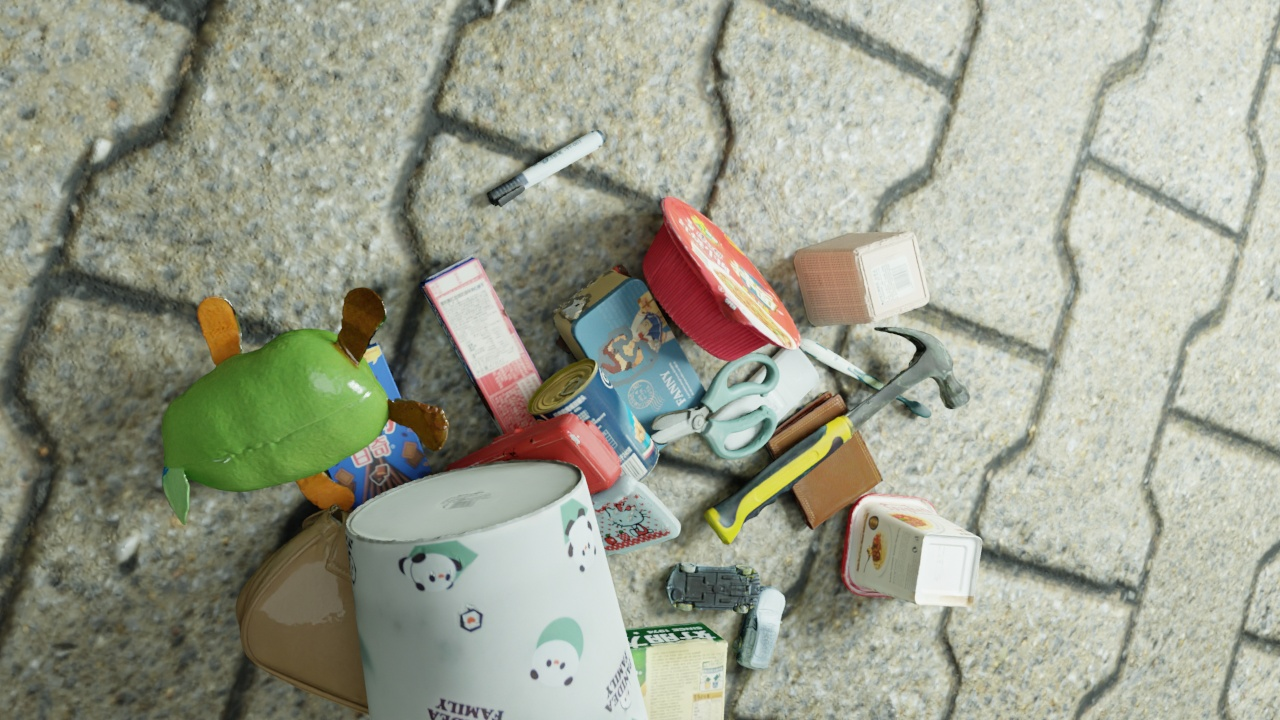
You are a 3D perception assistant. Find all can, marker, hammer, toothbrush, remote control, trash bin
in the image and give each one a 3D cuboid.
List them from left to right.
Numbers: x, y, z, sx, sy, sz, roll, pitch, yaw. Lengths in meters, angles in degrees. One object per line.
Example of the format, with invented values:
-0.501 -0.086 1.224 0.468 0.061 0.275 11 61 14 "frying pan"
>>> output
-0.113 0.224 0.719 0.229 0.230 0.252 -12 99 -19 "trash bin"
-0.089 -0.186 0.890 0.130 0.018 0.022 -33 60 -14 "marker"
-0.042 0.064 0.839 0.075 0.075 0.111 -40 111 -13 "can"
0.131 0.043 0.985 0.135 0.020 0.056 -43 105 -12 "remote control"
0.202 0.079 0.976 0.323 0.032 0.126 -35 101 -10 "hammer"
0.252 0.021 1.031 0.191 0.018 0.016 28 84 -17 "toothbrush"

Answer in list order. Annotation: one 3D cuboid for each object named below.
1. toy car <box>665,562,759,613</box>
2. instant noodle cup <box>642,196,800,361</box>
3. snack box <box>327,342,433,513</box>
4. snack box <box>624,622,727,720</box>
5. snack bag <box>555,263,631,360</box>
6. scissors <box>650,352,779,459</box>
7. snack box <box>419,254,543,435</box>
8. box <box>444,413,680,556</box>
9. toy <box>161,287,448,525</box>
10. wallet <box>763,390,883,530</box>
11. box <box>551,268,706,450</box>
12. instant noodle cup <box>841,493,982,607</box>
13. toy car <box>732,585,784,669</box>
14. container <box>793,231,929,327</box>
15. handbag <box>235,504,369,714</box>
0.075 0.239 0.972 0.105 0.031 0.049 6 87 -15 "toy car"
0.068 -0.068 0.889 0.066 0.193 0.194 -41 108 19 "instant noodle cup"
-0.252 0.071 0.845 0.084 0.026 0.157 -23 101 -15 "snack box"
-0.033 0.337 0.924 0.239 0.063 0.114 0 93 -20 "snack box"
-0.038 -0.045 0.915 0.045 0.026 0.105 41 83 -23 "snack bag"
0.076 0.041 0.911 0.179 0.019 0.139 -1 105 -38 "scissors"
-0.135 0.004 0.868 0.058 0.057 0.207 -29 103 -14 "snack box"
-0.078 0.130 0.834 0.158 0.202 0.037 51 43 -15 "box"
-0.294 0.042 0.769 0.247 0.089 0.227 -20 114 6 "toy"
0.200 0.110 1.010 0.101 0.032 0.124 -32 103 -12 "wallet"
-0.005 0.005 0.896 0.089 0.060 0.184 -41 118 -13 "box"
0.297 0.212 1.001 0.116 0.124 0.116 7 91 -20 "instant noodle cup"
0.131 0.291 0.996 0.043 0.034 0.090 17 86 -17 "toy car"
0.234 -0.086 0.965 0.089 0.111 0.090 -18 100 -18 "container"
-0.246 0.226 0.818 0.204 0.100 0.147 38 81 -28 "handbag"
